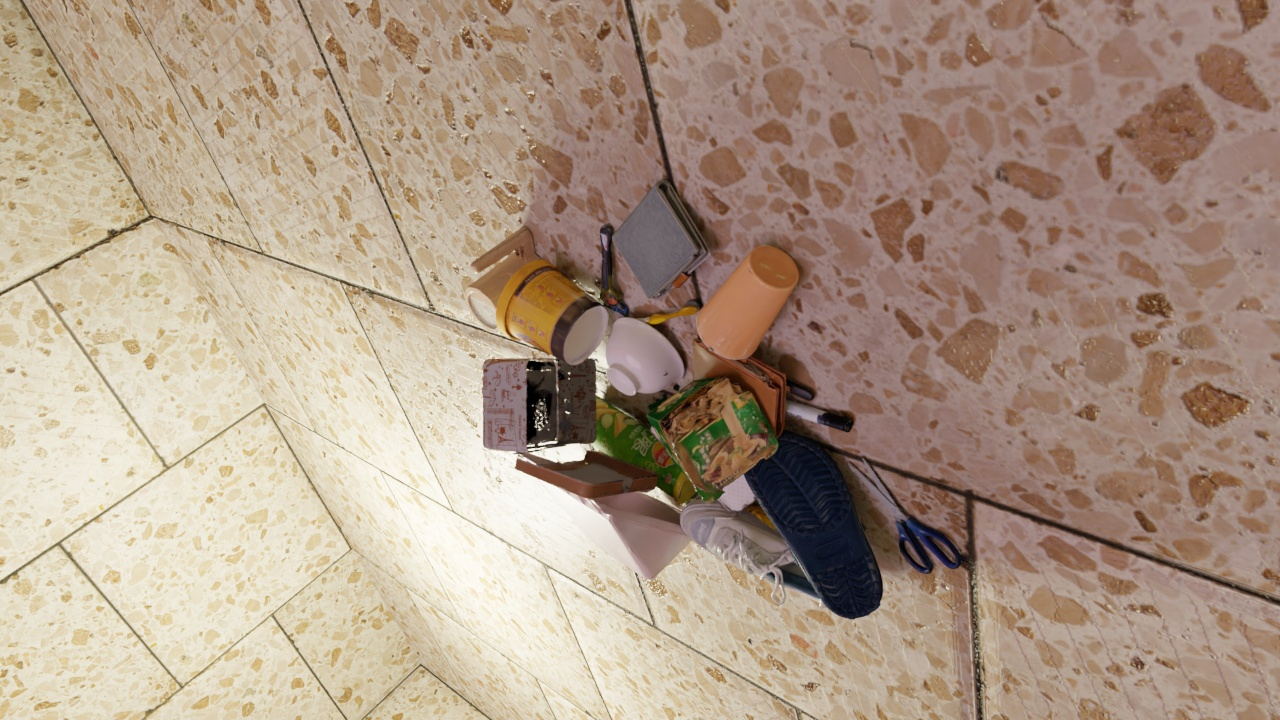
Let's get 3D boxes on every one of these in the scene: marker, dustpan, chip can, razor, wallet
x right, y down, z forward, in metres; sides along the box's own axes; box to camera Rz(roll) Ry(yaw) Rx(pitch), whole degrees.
[{"bbox_3d":[0.192,0.059,1.090,0.131,0.018,0.023,18,150,39],"label":"marker"},{"bbox_3d":[-0.024,0.199,1.346,0.223,0.138,0.273,25,153,47],"label":"dustpan"},{"bbox_3d":[-0.007,0.128,1.357,0.221,0.072,0.073,30,143,29],"label":"chip can"},{"bbox_3d":[0.154,0.018,1.098,0.124,0.015,0.018,28,146,29],"label":"marker"},{"bbox_3d":[-0.041,-0.115,1.191,0.043,0.022,0.143,28,142,29],"label":"razor"},{"bbox_3d":[0.117,0.026,1.103,0.132,0.031,0.108,32,146,31],"label":"wallet"},{"bbox_3d":[0.025,-0.136,1.074,0.106,0.036,0.130,59,148,5],"label":"wallet"}]

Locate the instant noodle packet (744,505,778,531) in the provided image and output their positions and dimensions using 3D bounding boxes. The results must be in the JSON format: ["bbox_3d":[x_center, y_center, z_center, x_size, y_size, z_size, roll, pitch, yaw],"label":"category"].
[{"bbox_3d":[0.157,0.250,1.313,0.129,0.044,0.111,-10,114,52],"label":"instant noodle packet"}]

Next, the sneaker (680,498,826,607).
[{"bbox_3d":[0.157,0.263,1.222,0.242,0.090,0.090,19,119,18],"label":"sneaker"}]

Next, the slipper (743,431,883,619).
[{"bbox_3d":[0.220,0.196,1.138,0.253,0.105,0.095,60,-175,4],"label":"slipper"}]

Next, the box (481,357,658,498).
[{"bbox_3d":[-0.095,0.075,1.265,0.227,0.180,0.156,17,98,32],"label":"box"}]

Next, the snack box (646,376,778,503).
[{"bbox_3d":[0.076,0.084,1.100,0.117,0.118,0.106,60,164,-17],"label":"snack box"}]

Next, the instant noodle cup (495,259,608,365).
[{"bbox_3d":[-0.115,-0.061,1.247,0.114,0.118,0.119,31,144,26],"label":"instant noodle cup"}]

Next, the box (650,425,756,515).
[{"bbox_3d":[0.094,0.114,1.220,0.184,0.059,0.090,49,135,5],"label":"box"}]

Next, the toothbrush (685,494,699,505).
[{"bbox_3d":[0.103,0.184,1.336,0.016,0.016,0.181,39,148,3],"label":"toothbrush"}]

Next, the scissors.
[{"bbox_3d":[0.313,0.184,1.080,0.141,0.012,0.171,11,131,48],"label":"scissors"}]

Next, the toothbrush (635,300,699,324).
[{"bbox_3d":[0.018,-0.056,1.187,0.016,0.018,0.192,39,156,-23],"label":"toothbrush"}]

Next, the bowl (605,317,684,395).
[{"bbox_3d":[-0.007,0.007,1.221,0.118,0.064,0.118,31,151,19],"label":"bowl"}]

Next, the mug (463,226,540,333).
[{"bbox_3d":[-0.188,-0.113,1.296,0.084,0.103,0.125,29,143,30],"label":"mug"}]

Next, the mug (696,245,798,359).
[{"bbox_3d":[0.120,-0.066,1.000,0.078,0.078,0.123,44,142,9],"label":"mug"}]

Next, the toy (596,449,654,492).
[{"bbox_3d":[-0.019,0.164,1.422,0.108,0.083,0.039,42,112,6],"label":"toy"}]
